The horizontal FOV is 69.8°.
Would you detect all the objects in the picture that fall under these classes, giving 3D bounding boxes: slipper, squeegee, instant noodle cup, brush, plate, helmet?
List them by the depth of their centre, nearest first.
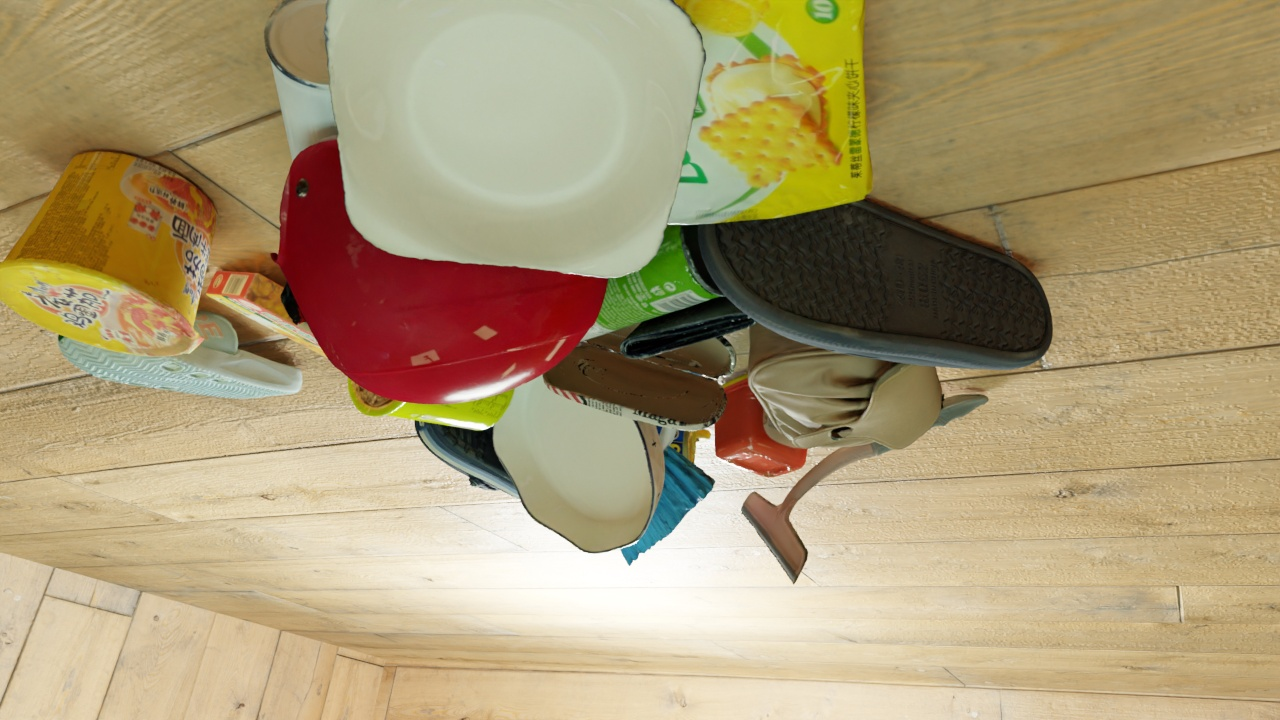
[{"bbox_3d":[-0.060,-0.112,0.437,0.164,0.034,0.164,5,138,-8],"label":"plate"},{"bbox_3d":[-0.117,-0.040,0.592,0.206,0.144,0.241,-13,161,-26],"label":"helmet"},{"bbox_3d":[0.155,-0.042,0.633,0.268,0.110,0.083,12,157,-17],"label":"slipper"},{"bbox_3d":[-0.392,-0.081,0.692,0.138,0.109,0.138,6,153,3],"label":"instant noodle cup"},{"bbox_3d":[-0.183,0.011,0.840,0.112,0.111,0.123,-13,156,35],"label":"instant noodle cup"},{"bbox_3d":[0.209,0.088,0.848,0.249,0.040,0.247,-31,-175,-1],"label":"squeegee"},{"bbox_3d":[0.031,0.087,0.874,0.109,0.060,0.316,45,133,5],"label":"brush"},{"bbox_3d":[-0.058,0.084,0.883,0.205,0.205,0.045,-20,-176,43],"label":"plate"},{"bbox_3d":[-0.431,-0.010,0.894,0.104,0.074,0.245,-6,167,23],"label":"slipper"},{"bbox_3d":[-0.142,0.105,1.006,0.252,0.105,0.095,28,148,-36],"label":"slipper"}]

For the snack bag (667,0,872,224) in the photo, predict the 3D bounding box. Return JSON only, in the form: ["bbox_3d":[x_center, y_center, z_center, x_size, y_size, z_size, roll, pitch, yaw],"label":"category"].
[{"bbox_3d":[0.036,-0.159,0.467,0.158,0.068,0.247,-1,151,14],"label":"snack bag"}]

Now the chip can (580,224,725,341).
[{"bbox_3d":[-0.037,-0.052,0.699,0.237,0.072,0.072,-16,146,38],"label":"chip can"}]

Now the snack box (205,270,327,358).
[{"bbox_3d":[-0.306,-0.034,0.838,0.077,0.027,0.155,7,160,42],"label":"snack box"}]

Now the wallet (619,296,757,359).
[{"bbox_3d":[0.053,-0.041,0.686,0.121,0.097,0.019,-14,112,36],"label":"wallet"}]

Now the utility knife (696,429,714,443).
[{"bbox_3d":[0.025,0.080,1.012,0.202,0.015,0.033,6,156,3],"label":"utility knife"}]

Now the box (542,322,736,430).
[{"bbox_3d":[-0.005,0.006,0.767,0.162,0.086,0.076,14,155,16],"label":"box"}]

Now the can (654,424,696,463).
[{"bbox_3d":[0.014,0.084,0.961,0.083,0.057,0.102,6,139,8],"label":"can"}]

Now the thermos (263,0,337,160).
[{"bbox_3d":[-0.188,-0.128,0.592,0.073,0.073,0.225,11,154,-8],"label":"thermos"}]

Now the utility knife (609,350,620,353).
[{"bbox_3d":[-0.068,0.021,0.919,0.029,0.013,0.183,20,151,-25],"label":"utility knife"}]

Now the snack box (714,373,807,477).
[{"bbox_3d":[0.118,0.064,0.883,0.091,0.080,0.082,22,150,-27],"label":"snack box"}]

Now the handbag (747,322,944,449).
[{"bbox_3d":[0.169,0.018,0.756,0.148,0.099,0.204,-6,156,20],"label":"handbag"}]
